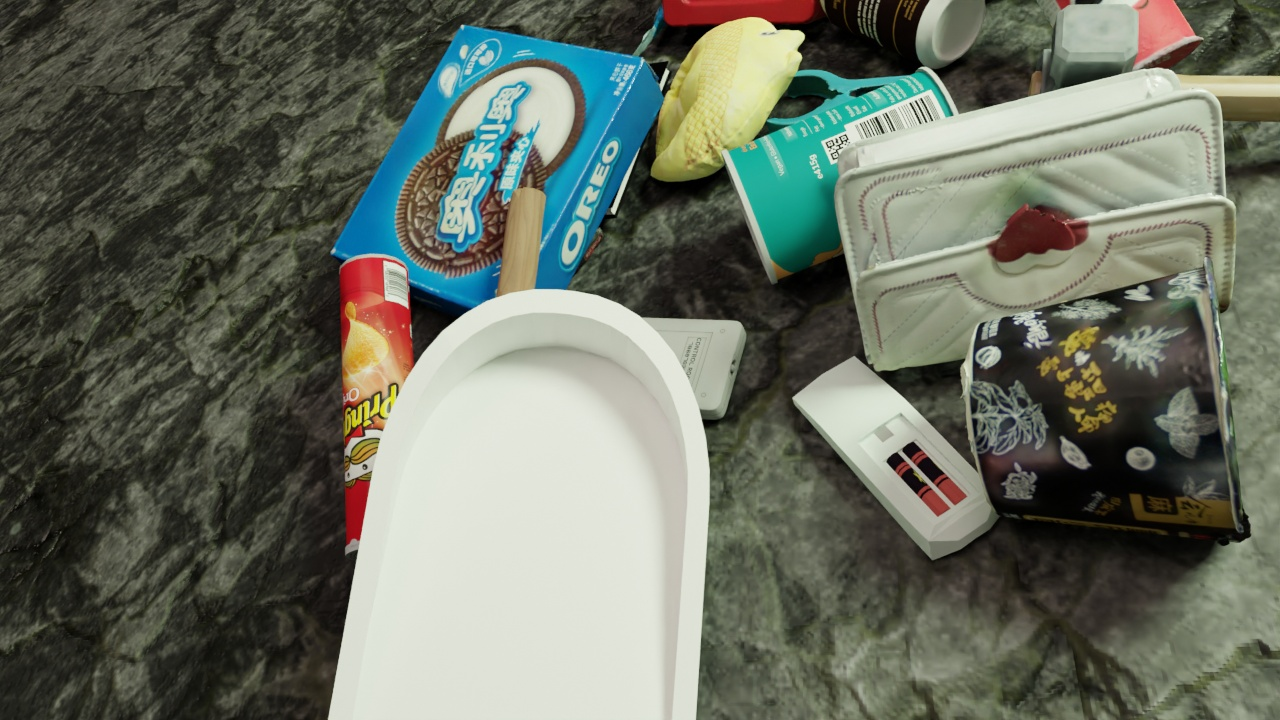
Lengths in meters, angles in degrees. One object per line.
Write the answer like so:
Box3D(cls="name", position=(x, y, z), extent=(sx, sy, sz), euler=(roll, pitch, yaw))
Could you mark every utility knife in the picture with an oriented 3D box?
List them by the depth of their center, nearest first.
Box3D(cls="utility knife", position=(0.027, -0.343, 0.895), extent=(0.015, 0.031, 0.224), euler=(27, 60, 2))

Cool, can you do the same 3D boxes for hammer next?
Box3D(cls="hammer", position=(0.404, -0.154, 0.544), extent=(0.323, 0.117, 0.051), euler=(6, 66, 18))
Box3D(cls="hammer", position=(-0.096, 0.026, 0.612), extent=(0.098, 0.052, 0.327), euler=(1, 66, 14))

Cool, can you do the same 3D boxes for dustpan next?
Box3D(cls="dustpan", position=(-0.057, 0.082, 0.523), extent=(0.191, 0.053, 0.257), euler=(5, 61, -1))

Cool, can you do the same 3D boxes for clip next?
Box3D(cls="clip", position=(0.166, -0.220, 0.747), extent=(0.130, 0.031, 0.120), euler=(-12, 46, 16))

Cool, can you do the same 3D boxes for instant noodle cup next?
Box3D(cls="instant noodle cup", position=(0.232, 0.026, 0.461), extent=(0.112, 0.137, 0.137), euler=(-8, 51, 32))

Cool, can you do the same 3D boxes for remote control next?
Box3D(cls="remote control", position=(0.148, 0.051, 0.542), extent=(0.049, 0.024, 0.143), euler=(-34, 48, -3))
Box3D(cls="remote control", position=(-0.004, 0.004, 0.652), extent=(0.151, 0.019, 0.074), euler=(3, 56, 26))

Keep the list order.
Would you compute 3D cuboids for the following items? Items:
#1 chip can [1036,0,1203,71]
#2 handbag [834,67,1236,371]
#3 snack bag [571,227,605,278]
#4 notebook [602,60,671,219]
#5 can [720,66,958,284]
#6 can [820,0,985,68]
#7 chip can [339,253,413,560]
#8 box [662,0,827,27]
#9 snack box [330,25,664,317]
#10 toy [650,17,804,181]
Box3D(cls="chip can", position=(0.291, -0.296, 0.635), extent=(0.073, 0.073, 0.233), euler=(-27, 83, 3))
Box3D(cls="handbag", position=(0.220, -0.072, 0.530), extent=(0.199, 0.142, 0.096), euler=(-12, 21, 17))
Box3D(cls="snack bag", position=(-0.107, -0.101, 0.781), extent=(0.155, 0.018, 0.074), euler=(22, 65, 35))
Box3D(cls="notebook", position=(-0.065, -0.197, 0.827), extent=(0.149, 0.016, 0.206), euler=(0, 50, 22))
Box3D(cls="can", position=(0.141, -0.125, 0.632), extent=(0.144, 0.099, 0.099), euler=(-21, 49, 8))
Box3D(cls="can", position=(0.211, -0.291, 0.747), extent=(0.072, 0.072, 0.128), euler=(-38, 48, -7))
Box3D(cls="chip can", position=(-0.185, 0.030, 0.651), extent=(0.052, 0.052, 0.214), euler=(-14, 68, 14))
Box3D(cls="box", position=(0.101, -0.376, 0.834), extent=(0.158, 0.147, 0.156), euler=(12, 72, 31))
Box3D(cls="snack box", position=(-0.117, -0.151, 0.749), extent=(0.196, 0.056, 0.238), euler=(21, 79, 28))
Box3D(cls="toy", position=(0.067, -0.222, 0.754), extent=(0.155, 0.064, 0.170), euler=(-25, 41, 40))
